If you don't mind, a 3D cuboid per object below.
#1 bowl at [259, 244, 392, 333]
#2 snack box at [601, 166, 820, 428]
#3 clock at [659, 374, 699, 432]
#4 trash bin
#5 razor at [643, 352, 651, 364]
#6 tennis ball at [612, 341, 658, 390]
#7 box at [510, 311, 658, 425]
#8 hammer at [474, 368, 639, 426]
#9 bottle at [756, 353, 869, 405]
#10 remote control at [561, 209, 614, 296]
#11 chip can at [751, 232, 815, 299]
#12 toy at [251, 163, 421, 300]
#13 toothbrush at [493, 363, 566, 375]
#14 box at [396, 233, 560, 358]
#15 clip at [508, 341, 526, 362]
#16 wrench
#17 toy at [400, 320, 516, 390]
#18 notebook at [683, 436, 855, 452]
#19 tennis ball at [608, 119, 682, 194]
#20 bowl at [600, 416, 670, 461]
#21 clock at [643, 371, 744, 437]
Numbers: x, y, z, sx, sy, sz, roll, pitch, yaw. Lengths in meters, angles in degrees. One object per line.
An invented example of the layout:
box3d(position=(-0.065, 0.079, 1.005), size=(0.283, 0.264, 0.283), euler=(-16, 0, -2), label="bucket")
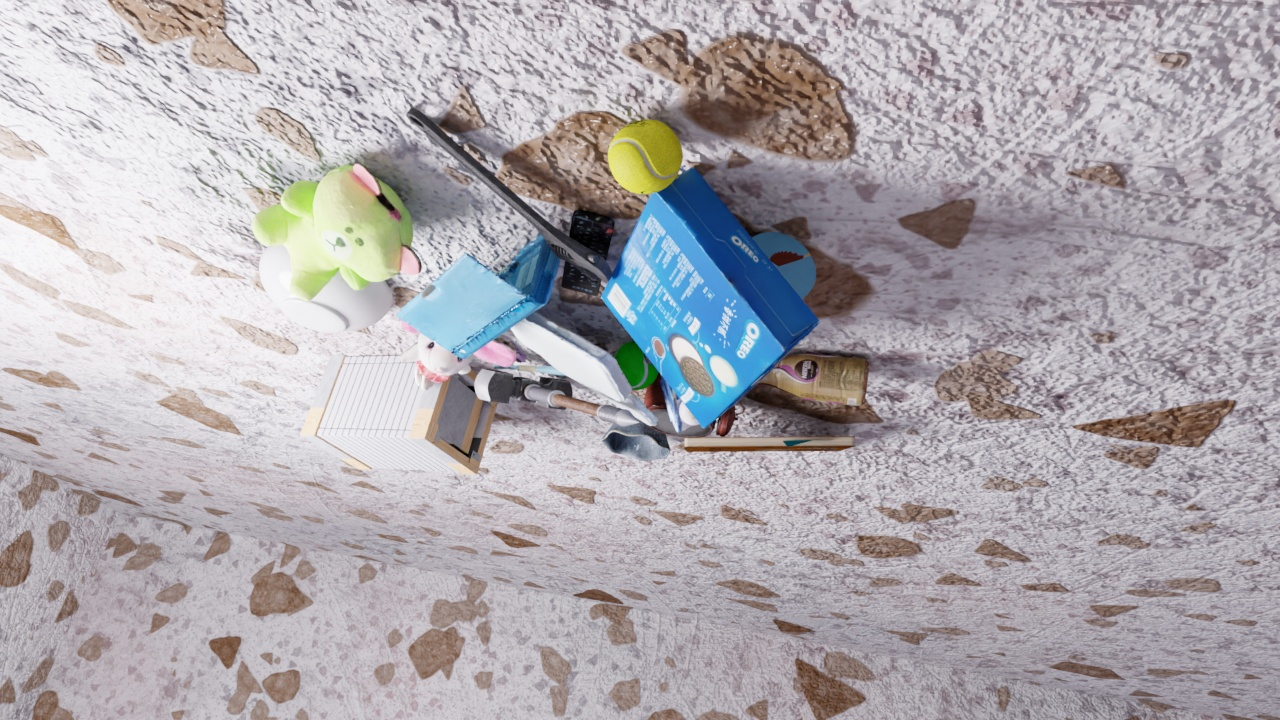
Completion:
box3d(position=(-0.425, -0.083, 1.223), size=(0.176, 0.066, 0.177), euler=(10, 155, 5), label="bowl")
box3d(position=(0.060, -0.054, 0.947), size=(0.195, 0.056, 0.239), euler=(52, 154, 9), label="snack box")
box3d(position=(0.058, 0.041, 1.151), size=(0.052, 0.089, 0.125), euler=(-14, 173, -5), label="clock")
box3d(position=(-0.379, 0.085, 1.462), size=(0.247, 0.142, 0.142), euler=(-1, 152, 26), label="trash bin")
box3d(position=(0.062, -0.028, 1.151), size=(0.116, 0.047, 0.088), euler=(3, 154, 2), label="razor")
box3d(position=(-0.007, 0.007, 1.220), size=(0.065, 0.065, 0.065), euler=(10, 155, 5), label="tennis ball")
box3d(position=(-0.083, 0.006, 1.196), size=(0.209, 0.045, 0.191), euler=(30, 166, 32), label="box")
box3d(position=(-0.093, 0.057, 1.231), size=(0.155, 0.043, 0.323), euler=(9, -179, -35), label="hammer")
box3d(position=(0.201, 0.019, 1.156), size=(0.166, 0.059, 0.060), euler=(7, 154, 15), label="bottle")
box3d(position=(-0.060, -0.121, 1.031), size=(0.047, 0.022, 0.151), euler=(15, 153, -3), label="remote control")
box3d(position=(0.115, -0.052, 1.018), size=(0.087, 0.086, 0.214), euler=(16, 154, -7), label="chip can")
box3d(position=(-0.327, -0.146, 1.021), size=(0.197, 0.107, 0.150), euler=(-10, 125, 23), label="toy")
box3d(position=(-0.135, 0.012, 1.328), size=(0.155, 0.016, 0.022), euler=(5, 136, -3), label="toothbrush")
box3d(position=(-0.196, -0.088, 1.082), size=(0.111, 0.094, 0.232), euler=(27, 153, -24), label="box")
box3d(position=(-0.190, -0.013, 1.325), size=(0.043, 0.014, 0.051), euler=(6, 152, 13), label="clip")
box3d(position=(-0.128, -0.162, 0.939), size=(0.273, 0.018, 0.073), euler=(39, 167, -30), label="wrench")
box3d(position=(-0.276, -0.012, 1.283), size=(0.159, 0.084, 0.195), euler=(21, 153, -24), label="toy")
box3d(position=(0.189, 0.121, 1.318), size=(0.249, 0.014, 0.178), euler=(-1, 172, 5), label="notebook")
box3d(position=(0.004, -0.182, 0.820), size=(0.065, 0.065, 0.065), euler=(10, 155, 5), label="tennis ball")
box3d(position=(-0.003, 0.116, 1.457), size=(0.110, 0.055, 0.110), euler=(11, 155, 5), label="bowl")
box3d(position=(0.071, 0.057, 1.280), size=(0.158, 0.072, 0.120), euler=(-3, 151, 31), label="clock")
